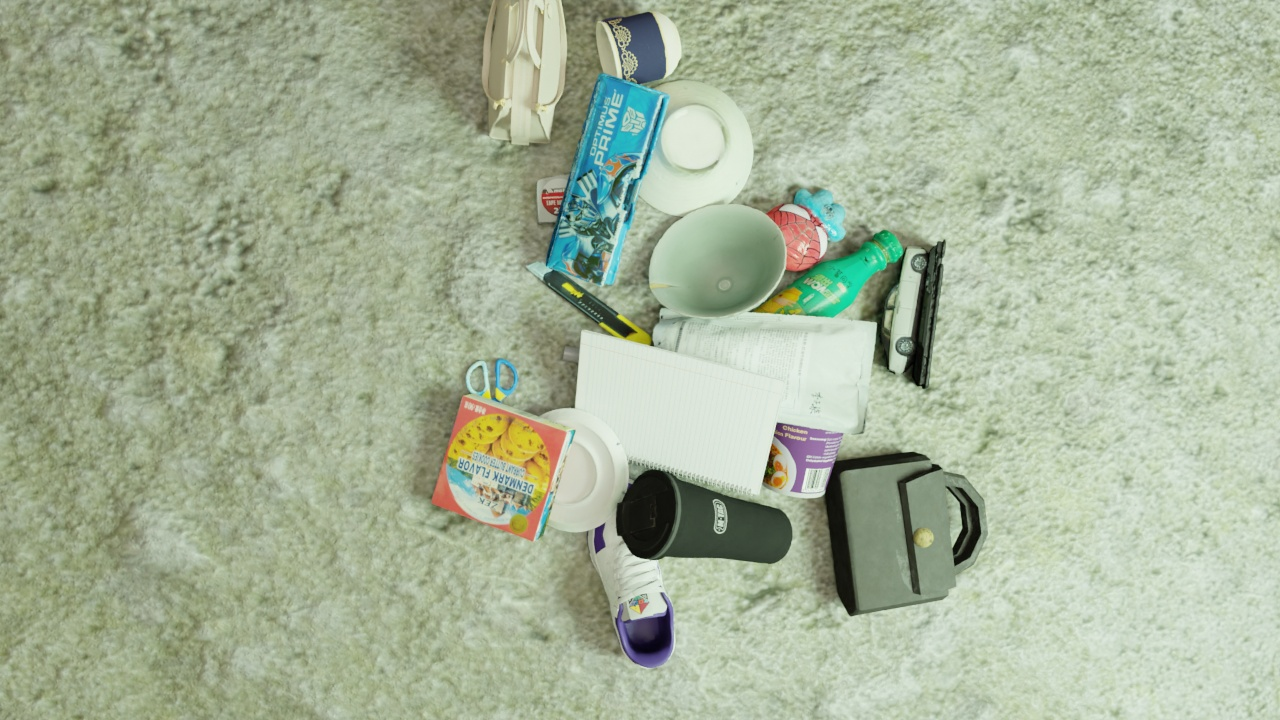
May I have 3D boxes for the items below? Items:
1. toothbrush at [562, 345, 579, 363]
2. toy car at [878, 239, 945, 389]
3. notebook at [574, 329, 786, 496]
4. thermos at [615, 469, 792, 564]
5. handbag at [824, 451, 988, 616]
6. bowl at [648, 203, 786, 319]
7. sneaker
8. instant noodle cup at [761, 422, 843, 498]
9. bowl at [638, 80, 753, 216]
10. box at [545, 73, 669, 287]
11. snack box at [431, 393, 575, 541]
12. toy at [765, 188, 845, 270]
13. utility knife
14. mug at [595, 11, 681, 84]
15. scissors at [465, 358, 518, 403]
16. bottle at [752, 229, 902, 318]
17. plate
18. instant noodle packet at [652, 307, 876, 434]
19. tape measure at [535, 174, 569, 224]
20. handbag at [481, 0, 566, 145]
[{"bbox_3d":[-0.007,0.007,1.182,0.188,0.019,0.018,11,46,-7],"label":"toothbrush"},{"bbox_3d":[0.354,-0.061,1.202,0.071,0.094,0.191,9,91,13],"label":"toy car"},{"bbox_3d":[0.039,0.067,1.113,0.246,0.013,0.178,14,125,10],"label":"notebook"},{"bbox_3d":[0.086,0.202,1.131,0.218,0.106,0.106,16,89,-34],"label":"thermos"},{"bbox_3d":[0.356,0.222,1.194,0.199,0.102,0.197,-9,93,-7],"label":"handbag"},{"bbox_3d":[0.102,-0.111,1.164,0.174,0.068,0.174,-8,62,15],"label":"bowl"},{"bbox_3d":[-0.009,0.272,1.145,0.091,0.111,0.244,-12,93,-7],"label":"sneaker"},{"bbox_3d":[0.196,0.104,1.170,0.136,0.122,0.122,4,101,-16],"label":"instant noodle cup"},{"bbox_3d":[0.064,-0.274,1.163,0.176,0.058,0.176,0,92,-7],"label":"bowl"},{"bbox_3d":[-0.039,-0.213,1.107,0.091,0.085,0.244,14,105,-15],"label":"box"},{"bbox_3d":[-0.169,0.131,1.130,0.143,0.040,0.145,18,94,11],"label":"snack box"},{"bbox_3d":[0.212,-0.171,1.186,0.132,0.062,0.092,-40,99,-15],"label":"toy"},{"bbox_3d":[-0.066,-0.071,1.174,0.187,0.020,0.028,35,85,-6],"label":"utility knife"},{"bbox_3d":[-0.004,-0.397,1.146,0.089,0.086,0.111,-17,58,-9],"label":"mug"},{"bbox_3d":[-0.181,0.061,1.167,0.070,0.022,0.130,-8,89,-7],"label":"scissors"},{"bbox_3d":[0.245,-0.094,1.187,0.209,0.068,0.068,-35,96,-5],"label":"bottle"},{"bbox_3d":[-0.090,0.138,1.145,0.157,0.014,0.157,2,96,19],"label":"plate"},{"bbox_3d":[0.144,0.008,1.121,0.269,0.057,0.146,7,70,13],"label":"instant noodle packet"},{"bbox_3d":[-0.103,-0.203,1.163,0.060,0.020,0.062,-5,93,-13],"label":"tape measure"},{"bbox_3d":[-0.134,-0.360,1.065,0.101,0.198,0.194,4,91,-8],"label":"handbag"}]
